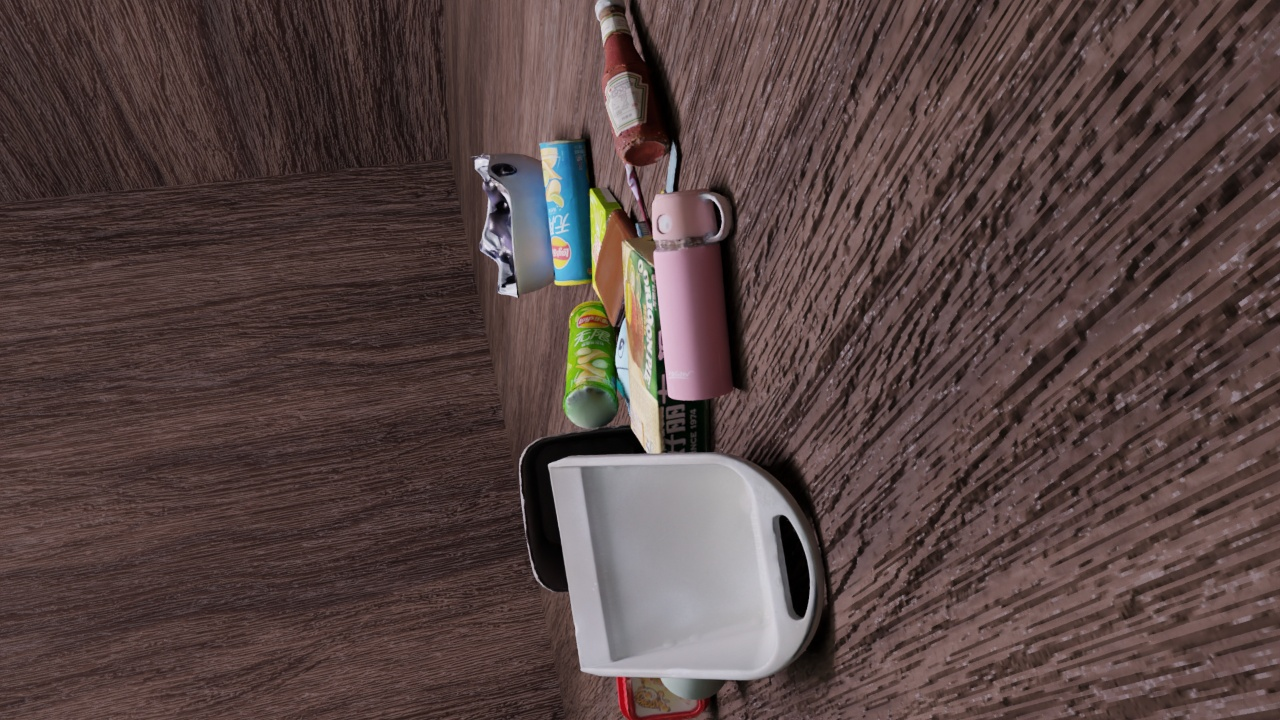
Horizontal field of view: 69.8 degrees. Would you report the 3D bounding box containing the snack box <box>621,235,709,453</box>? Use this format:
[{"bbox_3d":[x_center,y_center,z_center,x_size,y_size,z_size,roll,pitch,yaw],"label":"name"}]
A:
[{"bbox_3d":[0.027,-0.009,1.010,0.114,0.063,0.240,-128,33,-62],"label":"snack box"}]

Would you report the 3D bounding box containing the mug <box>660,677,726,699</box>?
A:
[{"bbox_3d":[0.066,0.307,1.041,0.111,0.082,0.106,-67,-17,-50],"label":"mug"}]

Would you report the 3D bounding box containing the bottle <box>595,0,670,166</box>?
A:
[{"bbox_3d":[-0.015,-0.309,1.000,0.060,0.059,0.205,112,148,-64],"label":"bottle"}]

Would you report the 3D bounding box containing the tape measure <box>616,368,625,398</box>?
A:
[{"bbox_3d":[-0.024,0.020,1.300,0.054,0.025,0.058,-131,36,-63],"label":"tape measure"}]

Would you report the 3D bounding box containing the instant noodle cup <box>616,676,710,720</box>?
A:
[{"bbox_3d":[0.025,0.388,1.187,0.124,0.116,0.117,-109,14,-75],"label":"instant noodle cup"}]

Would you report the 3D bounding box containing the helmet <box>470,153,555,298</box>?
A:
[{"bbox_3d":[-0.175,-0.224,1.495,0.258,0.145,0.229,-127,29,-51],"label":"helmet"}]

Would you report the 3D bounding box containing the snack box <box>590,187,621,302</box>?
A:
[{"bbox_3d":[-0.047,-0.153,1.279,0.085,0.026,0.157,-119,24,-55],"label":"snack box"}]

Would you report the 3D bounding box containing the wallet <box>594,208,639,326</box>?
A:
[{"bbox_3d":[-0.024,-0.118,1.179,0.125,0.032,0.101,110,150,-41],"label":"wallet"}]

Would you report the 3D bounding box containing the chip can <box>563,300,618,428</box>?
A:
[{"bbox_3d":[-0.066,0.003,1.249,0.220,0.072,0.073,-93,4,-56],"label":"chip can"}]

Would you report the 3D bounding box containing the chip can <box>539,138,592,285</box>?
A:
[{"bbox_3d":[-0.104,-0.221,1.369,0.071,0.071,0.210,-148,51,-71],"label":"chip can"}]

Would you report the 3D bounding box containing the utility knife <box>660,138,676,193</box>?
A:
[{"bbox_3d":[0.024,-0.151,1.028,0.219,0.015,0.033,97,156,-46],"label":"utility knife"}]

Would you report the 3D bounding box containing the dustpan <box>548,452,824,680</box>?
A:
[{"bbox_3d":[0.036,0.189,0.847,0.142,0.258,0.222,0,-99,-80],"label":"dustpan"}]

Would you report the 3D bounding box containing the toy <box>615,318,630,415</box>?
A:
[{"bbox_3d":[-0.007,0.007,1.177,0.156,0.050,0.161,-122,29,-74],"label":"toy"}]

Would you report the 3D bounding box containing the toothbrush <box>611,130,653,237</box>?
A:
[{"bbox_3d":[-0.014,-0.222,1.127,0.016,0.017,0.187,112,146,-62],"label":"toothbrush"}]

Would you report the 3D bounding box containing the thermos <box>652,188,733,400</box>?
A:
[{"bbox_3d":[0.057,-0.064,0.879,0.087,0.067,0.199,6,105,43],"label":"thermos"}]

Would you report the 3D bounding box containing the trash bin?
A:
[{"bbox_3d":[-0.057,0.187,1.236,0.220,0.198,0.199,159,104,-83],"label":"trash bin"}]
